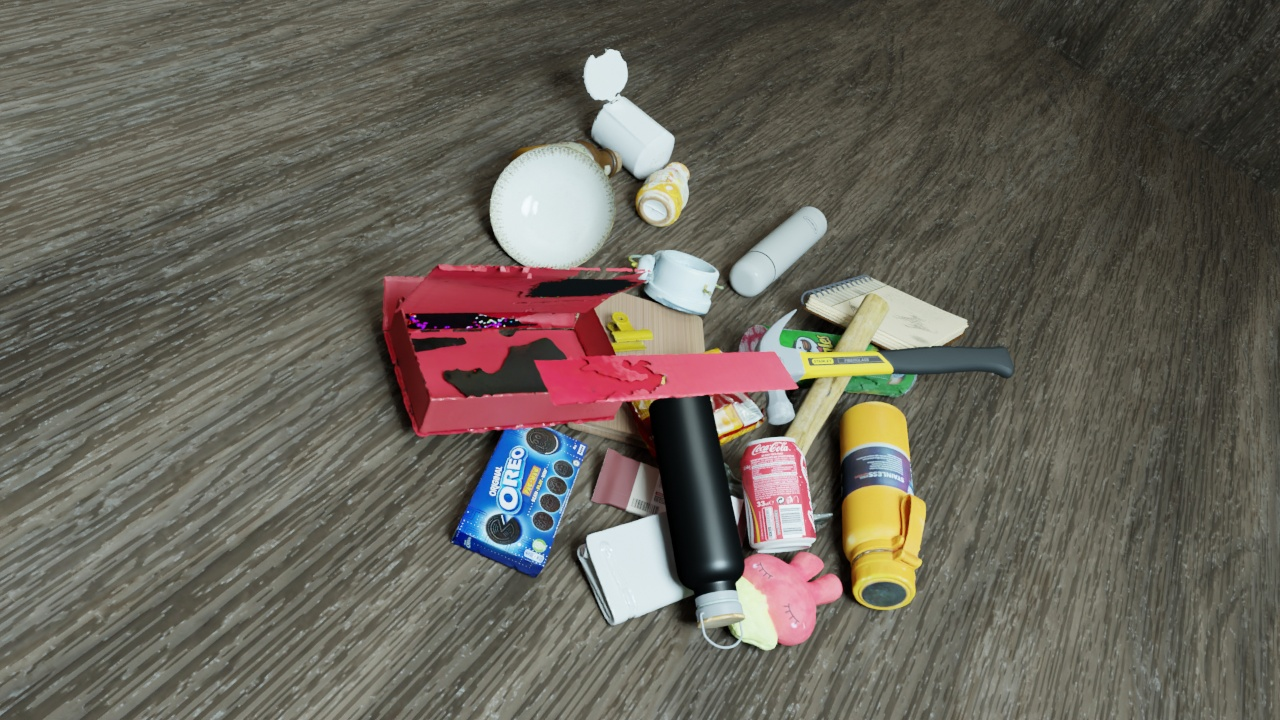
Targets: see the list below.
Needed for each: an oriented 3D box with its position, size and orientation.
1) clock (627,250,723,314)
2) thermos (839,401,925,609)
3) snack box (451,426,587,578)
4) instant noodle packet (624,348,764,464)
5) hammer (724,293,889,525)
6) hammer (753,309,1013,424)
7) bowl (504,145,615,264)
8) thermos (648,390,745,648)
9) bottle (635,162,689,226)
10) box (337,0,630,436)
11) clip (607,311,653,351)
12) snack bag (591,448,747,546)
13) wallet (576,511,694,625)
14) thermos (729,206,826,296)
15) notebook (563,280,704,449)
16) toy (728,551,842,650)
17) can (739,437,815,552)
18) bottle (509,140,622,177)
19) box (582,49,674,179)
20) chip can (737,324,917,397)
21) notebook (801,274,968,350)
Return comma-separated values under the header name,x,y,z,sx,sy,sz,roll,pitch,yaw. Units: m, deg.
name,x,y,z,sx,sy,sz,roll,pitch,yaw
clock,0.038,-0.099,1.104,0.118,0.057,0.083,26,21,14
thermos,0.253,0.144,0.972,0.076,0.092,0.232,8,43,4
snack box,-0.108,0.119,0.841,0.082,0.027,0.149,25,42,-7
instant noodle packet,0.055,0.047,0.943,0.135,0.040,0.098,-21,68,-21
hammer,0.200,0.046,1.014,0.132,0.033,0.329,34,60,4
hammer,0.276,0.002,1.027,0.323,0.029,0.127,-2,64,-18
bowl,-0.101,-0.176,1.082,0.145,0.145,0.063,29,5,-1
thermos,0.056,0.144,0.835,0.061,0.061,0.231,4,62,-27
bottle,0.035,-0.227,1.231,0.063,0.063,0.108,29,43,-1
box,-0.161,-0.175,0.931,0.215,0.141,0.510,-2,67,-31
clip,-0.019,-0.029,1.010,0.053,0.044,0.050,-7,20,-35
snack bag,0.033,0.138,0.901,0.158,0.013,0.057,21,69,-10
wallet,0.002,0.188,0.837,0.116,0.032,0.086,-6,63,-36
thermos,0.189,-0.150,1.250,0.052,0.052,0.223,39,42,10
notebook,-0.006,0.006,1.013,0.169,0.022,0.210,16,44,-16
toy,0.130,0.222,0.862,0.135,0.045,0.091,-12,58,-30
can,0.133,0.132,0.898,0.064,0.064,0.104,4,70,-26
bottle,-0.088,-0.246,1.177,0.156,0.068,0.068,-20,61,-41
box,-0.018,-0.335,1.252,0.137,0.143,0.083,42,70,17
chip can,0.230,0.003,1.111,0.223,0.076,0.075,6,47,-26
notebook,0.321,-0.061,1.196,0.167,0.024,0.224,30,25,25
